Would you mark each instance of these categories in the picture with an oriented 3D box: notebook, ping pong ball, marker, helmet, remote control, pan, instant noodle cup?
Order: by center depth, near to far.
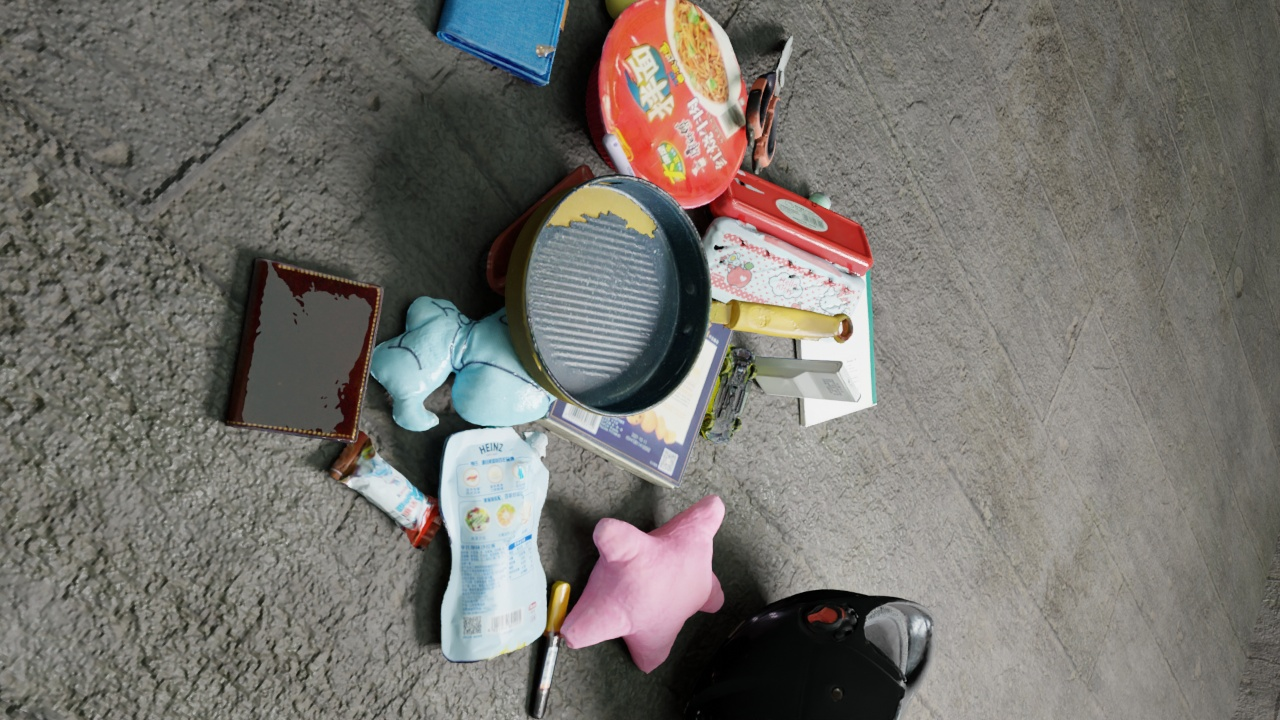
[{"bbox_3d":[0.049,-0.045,0.798,0.356,0.078,0.197,6,90,-41],"label":"pan"},{"bbox_3d":[-0.083,0.261,0.829,0.018,0.015,0.124,13,85,-39],"label":"marker"},{"bbox_3d":[-0.012,-0.334,0.852,0.040,0.040,0.040,-1,92,-41],"label":"ping pong ball"},{"bbox_3d":[0.018,-0.238,0.867,0.193,0.066,0.194,-2,93,-40],"label":"instant noodle cup"},{"bbox_3d":[0.180,0.345,0.920,0.273,0.230,0.234,-46,134,-29],"label":"helmet"},{"bbox_3d":[0.171,0.021,0.970,0.024,0.125,0.049,-53,123,-26],"label":"remote control"},{"bbox_3d":[0.235,-0.036,1.100,0.150,0.012,0.209,-11,99,-42],"label":"notebook"}]

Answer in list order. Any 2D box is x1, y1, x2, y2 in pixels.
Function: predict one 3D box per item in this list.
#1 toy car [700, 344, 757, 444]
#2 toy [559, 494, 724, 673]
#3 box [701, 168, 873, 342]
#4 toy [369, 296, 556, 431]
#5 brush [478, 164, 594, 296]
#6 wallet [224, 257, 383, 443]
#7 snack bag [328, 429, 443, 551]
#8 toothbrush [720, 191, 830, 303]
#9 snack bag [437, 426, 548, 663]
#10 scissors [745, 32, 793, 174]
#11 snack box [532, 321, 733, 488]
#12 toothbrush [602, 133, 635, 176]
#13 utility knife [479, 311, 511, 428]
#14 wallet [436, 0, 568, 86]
[{"bbox_3d":[0.088,0.035,0.960,0.048,0.032,0.105,11,95,-41],"label":"toy car"},{"bbox_3d":[0.005,0.222,0.868,0.194,0.075,0.179,-8,107,-38],"label":"toy"},{"bbox_3d":[0.151,-0.114,0.960,0.201,0.074,0.154,19,73,-24],"label":"box"},{"bbox_3d":[-0.125,0.004,0.745,0.156,0.050,0.161,42,71,-21],"label":"toy"},{"bbox_3d":[-0.076,-0.106,0.785,0.145,0.069,0.063,-46,119,-31],"label":"brush"},{"bbox_3d":[-0.242,-0.005,0.670,0.096,0.020,0.122,13,83,-37],"label":"wallet"},{"bbox_3d":[-0.194,0.102,0.716,0.104,0.026,0.048,54,45,-30],"label":"snack bag"},{"bbox_3d":[0.145,-0.114,1.010,0.223,0.026,0.027,-48,127,-29],"label":"toothbrush"},{"bbox_3d":[-0.120,0.149,0.768,0.110,0.039,0.191,-4,97,-38],"label":"snack bag"},{"bbox_3d":[0.141,-0.275,0.967,0.206,0.015,0.192,-15,108,-70],"label":"scissors"},{"bbox_3d":[-0.005,0.005,0.867,0.178,0.046,0.182,33,70,-37],"label":"snack box"},{"bbox_3d":[0.012,-0.121,0.824,0.029,0.021,0.189,-48,126,-24],"label":"toothbrush"},{"bbox_3d":[-0.121,0.049,0.787,0.029,0.013,0.179,-15,101,-36],"label":"utility knife"},{"bbox_3d":[-0.108,-0.311,0.771,0.106,0.040,0.133,16,81,-32],"label":"wallet"}]
